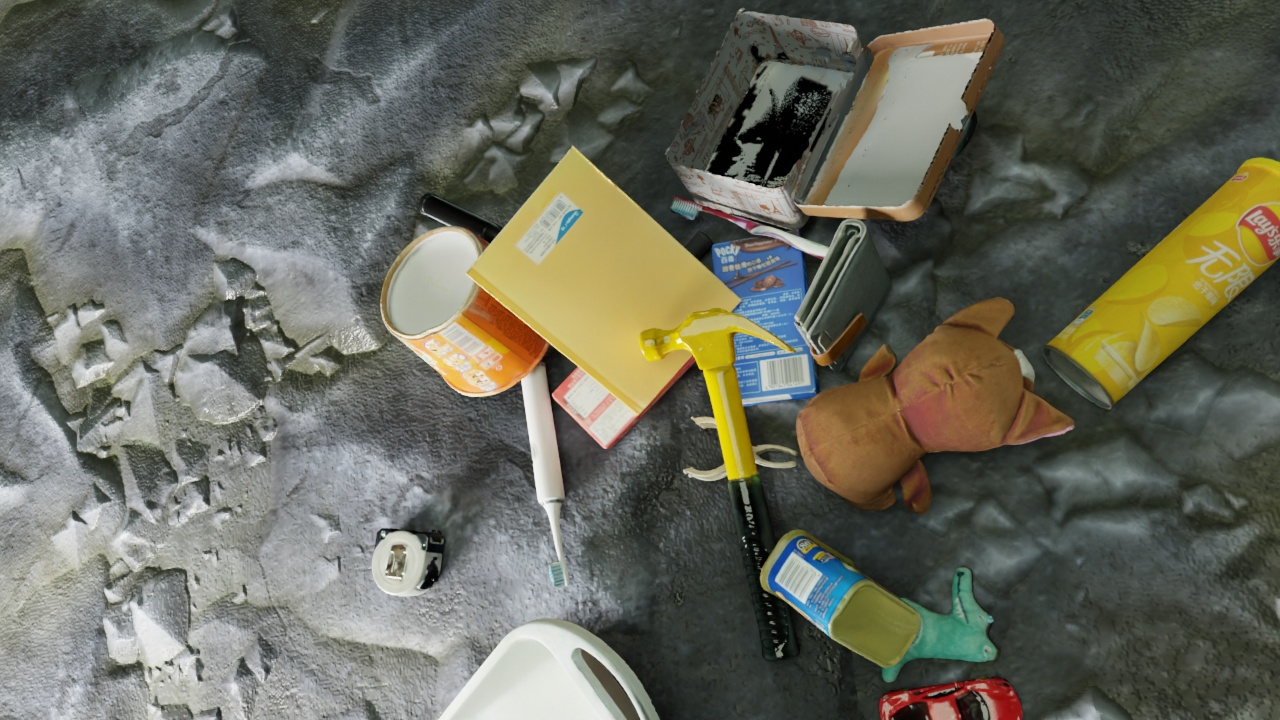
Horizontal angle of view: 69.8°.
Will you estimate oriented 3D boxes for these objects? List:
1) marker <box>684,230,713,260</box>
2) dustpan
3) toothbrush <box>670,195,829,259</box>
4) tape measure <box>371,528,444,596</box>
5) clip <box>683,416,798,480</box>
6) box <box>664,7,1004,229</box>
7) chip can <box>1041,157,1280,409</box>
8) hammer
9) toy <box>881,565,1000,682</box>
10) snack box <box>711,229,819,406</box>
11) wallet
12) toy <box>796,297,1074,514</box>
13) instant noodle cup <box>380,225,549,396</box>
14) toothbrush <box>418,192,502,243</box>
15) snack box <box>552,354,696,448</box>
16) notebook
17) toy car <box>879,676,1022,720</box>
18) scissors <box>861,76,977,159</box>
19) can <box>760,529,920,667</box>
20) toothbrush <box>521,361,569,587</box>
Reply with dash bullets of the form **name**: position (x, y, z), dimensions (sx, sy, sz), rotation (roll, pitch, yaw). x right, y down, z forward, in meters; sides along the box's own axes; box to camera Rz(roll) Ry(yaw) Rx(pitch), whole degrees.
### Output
- **marker**: position (0.023, -0.070, 0.894), dimensions (0.132, 0.020, 0.022), rotation (-50, 55, 2)
- **dustpan**: position (-0.078, 0.340, 0.758), dimensions (0.258, 0.142, 0.222), rotation (-44, 66, 3)
- **toothbrush**: position (0.108, -0.118, 0.848), dimensions (0.188, 0.016, 0.017), rotation (24, 90, 24)
- **tape measure**: position (-0.231, 0.200, 0.910), dimensions (0.066, 0.033, 0.066), rotation (-2, 75, 22)
- **clip**: position (0.084, 0.072, 0.826), dimensions (0.101, 0.035, 0.096), rotation (-22, 71, 9)
- **box**: position (0.168, -0.209, 0.807), dimensions (0.261, 0.102, 0.178), rotation (20, 79, 33)
- **chip can**: position (0.419, -0.058, 0.715), dimensions (0.213, 0.072, 0.072), rotation (-44, 66, 6)
- **hammer**: position (0.089, 0.102, 0.780), dimensions (0.129, 0.032, 0.300), rotation (-13, 85, 18)
- **toy**: position (0.239, 0.212, 0.734), dimensions (0.092, 0.030, 0.096), rotation (2, 69, 16)
- **snack box**: position (0.114, -0.038, 0.847), dimensions (0.085, 0.026, 0.157), rotation (-8, 73, 18)
- **wallet**: position (0.174, -0.046, 0.770), dimensions (0.037, 0.129, 0.106), rotation (26, 86, 28)
- **toy**: position (0.229, 0.043, 0.737), dimensions (0.200, 0.130, 0.140), rotation (-36, 67, 31)
- **instant noodle cup**: position (-0.172, -0.053, 0.897), dimensions (0.152, 0.111, 0.151), rotation (-13, 62, 24)
- **toothbrush**: position (-0.157, -0.132, 0.958), dimensions (0.213, 0.027, 0.026), rotation (28, 96, 33)
- **snack box**: position (-0.005, 0.005, 0.871), dimensions (0.075, 0.025, 0.153), rotation (44, 94, 9)
- **notebook**: position (-0.029, -0.066, 0.814), dimensions (0.206, 0.010, 0.146), rotation (40, 95, -18)
- **toy car**: position (0.241, 0.276, 0.714), dimensions (0.106, 0.031, 0.049), rotation (-13, 73, 15)
- **scissors**: position (0.215, -0.225, 0.864), dimensions (0.185, 0.019, 0.129), rotation (-11, 72, 16)
- **can**: position (0.157, 0.186, 0.715), dimensions (0.057, 0.102, 0.083), rotation (-57, 35, -2)
- **toothbrush**: position (-0.090, 0.107, 0.886), dimensions (0.026, 0.027, 0.220), rotation (-5, 71, -17)
